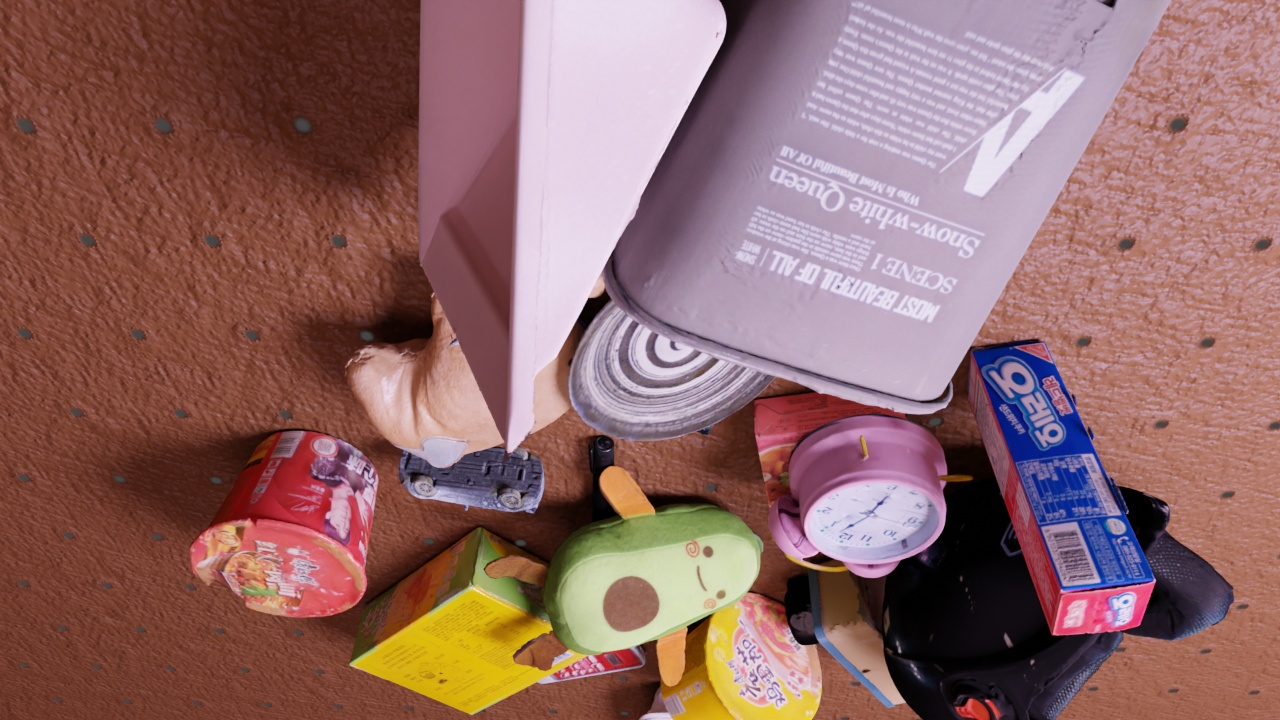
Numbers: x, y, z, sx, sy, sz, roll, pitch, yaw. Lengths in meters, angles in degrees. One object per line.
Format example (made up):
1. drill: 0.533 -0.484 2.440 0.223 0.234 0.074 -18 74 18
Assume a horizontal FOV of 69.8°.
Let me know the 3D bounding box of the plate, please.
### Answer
1. plate: 0.032 -0.012 0.642 0.179 0.024 0.180 -15 139 -14

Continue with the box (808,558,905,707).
1. box: 0.222 0.256 0.876 0.059 0.089 0.184 -26 125 26

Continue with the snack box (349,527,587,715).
1. snack box: -0.165 0.266 0.916 0.157 0.069 0.211 35 126 -27

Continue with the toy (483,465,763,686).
1. toy: -0.005 0.192 0.799 0.246 0.090 0.227 -18 115 -6

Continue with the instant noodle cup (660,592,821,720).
1. instant noodle cup: 0.094 0.316 0.916 0.138 0.137 0.110 24 138 -19

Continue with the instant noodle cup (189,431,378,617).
1. instant noodle cup: -0.283 0.132 0.765 0.138 0.108 0.138 2 134 2

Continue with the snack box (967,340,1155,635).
1. snack box: 0.274 0.076 0.618 0.057 0.207 0.058 -9 134 8

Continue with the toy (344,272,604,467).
1. toy: -0.097 -0.003 0.646 0.226 0.082 0.143 -31 139 25

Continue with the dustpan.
1. dustpan: -0.082 -0.135 0.420 0.138 0.222 0.274 24 104 -34

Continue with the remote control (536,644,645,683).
1. remote control: -0.064 0.327 1.005 0.136 0.020 0.056 -15 132 16

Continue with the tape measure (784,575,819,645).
1. tape measure: 0.165 0.245 0.889 0.039 0.057 0.058 -18 122 18

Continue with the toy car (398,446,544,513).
1. toy car: -0.140 0.097 0.762 0.120 0.054 0.037 10 132 -7

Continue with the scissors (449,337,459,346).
1. scissors: -0.060 -0.061 0.554 0.162 0.175 0.012 15 137 49

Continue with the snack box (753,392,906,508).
1. snack box: 0.156 0.081 0.739 0.113 0.044 0.127 -8 133 10

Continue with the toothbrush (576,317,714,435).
1. toothbrush: -0.004 0.004 0.694 0.017 0.014 0.189 -36 123 22

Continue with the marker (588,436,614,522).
1. marker: -0.034 0.116 0.798 0.022 0.020 0.132 -16 137 -18

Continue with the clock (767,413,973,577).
1. clock: 0.164 0.112 0.696 0.117 0.059 0.159 18 133 -12

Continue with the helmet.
1. helmet: 0.306 0.200 0.718 0.230 0.232 0.275 26 146 33

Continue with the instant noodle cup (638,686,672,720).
1. instant noodle cup: 0.089 0.417 1.057 0.173 0.060 0.138 -4 134 5

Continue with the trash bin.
1. trash bin: 0.108 -0.125 0.450 0.199 0.198 0.220 17 127 -13
